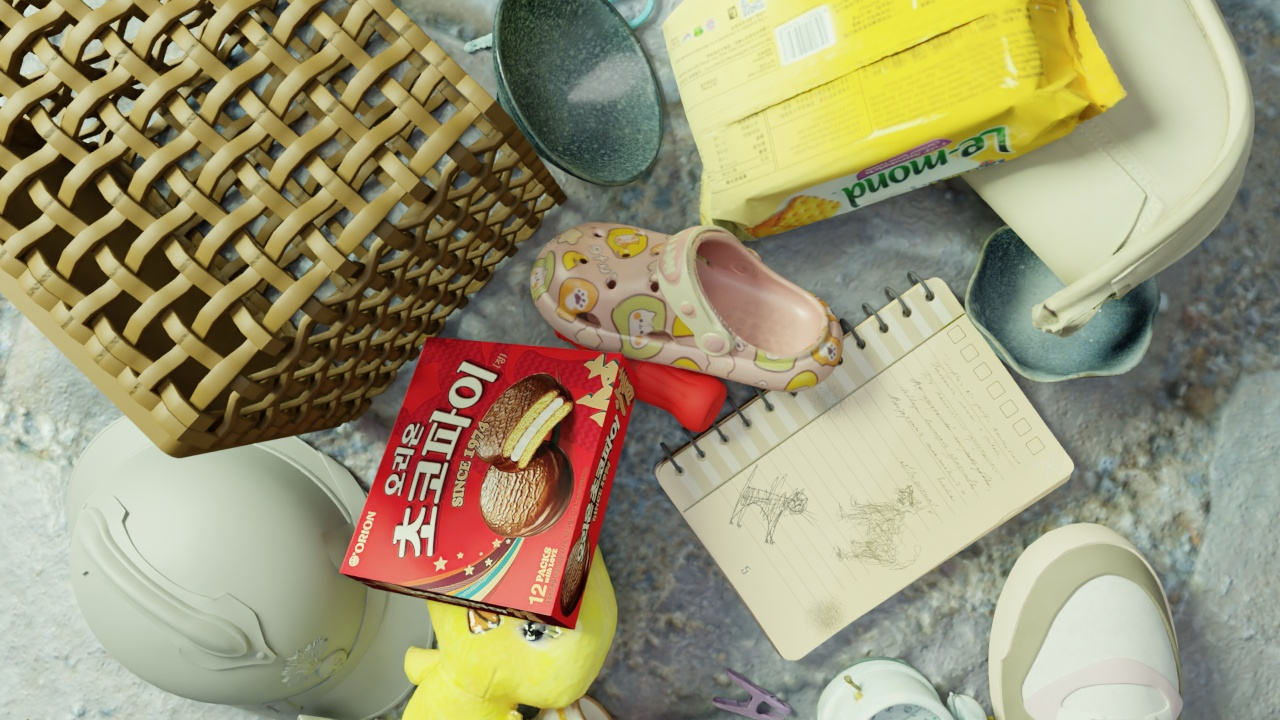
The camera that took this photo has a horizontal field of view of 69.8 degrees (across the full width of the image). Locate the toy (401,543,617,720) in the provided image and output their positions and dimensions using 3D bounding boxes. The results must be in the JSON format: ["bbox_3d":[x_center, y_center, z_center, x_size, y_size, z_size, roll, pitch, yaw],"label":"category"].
[{"bbox_3d":[-0.084,0.177,0.563,0.134,0.092,0.207,28,84,34],"label":"toy"}]

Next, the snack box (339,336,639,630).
[{"bbox_3d":[-0.085,0.066,0.537,0.133,0.036,0.151,5,65,21],"label":"snack box"}]

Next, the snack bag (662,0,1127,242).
[{"bbox_3d":[0.122,-0.172,0.520,0.248,0.068,0.159,-15,84,35],"label":"snack bag"}]

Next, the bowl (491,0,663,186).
[{"bbox_3d":[-0.052,-0.165,0.574,0.057,0.136,0.137,-17,89,42],"label":"bowl"}]

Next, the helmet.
[{"bbox_3d":[-0.263,0.140,0.566,0.271,0.117,0.183,36,92,0],"label":"helmet"}]

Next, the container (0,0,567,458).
[{"bbox_3d":[-0.216,-0.116,0.511,0.251,0.219,0.214,44,92,2],"label":"container"}]

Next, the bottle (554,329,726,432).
[{"bbox_3d":[-0.003,0.003,0.586,0.119,0.036,0.036,29,92,19],"label":"bottle"}]

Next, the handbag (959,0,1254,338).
[{"bbox_3d":[0.254,-0.148,0.546,0.184,0.131,0.229,-40,63,19],"label":"handbag"}]

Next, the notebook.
[{"bbox_3d":[0.140,0.068,0.593,0.225,0.024,0.167,-35,90,3],"label":"notebook"}]

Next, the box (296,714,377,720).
[{"bbox_3d":[-0.222,0.319,0.452,0.165,0.330,0.167,28,93,17],"label":"box"}]

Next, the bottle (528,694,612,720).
[{"bbox_3d":[-0.065,0.265,0.586,0.109,0.063,0.063,-45,88,5],"label":"bottle"}]

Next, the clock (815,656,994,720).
[{"bbox_3d":[0.169,0.239,0.577,0.117,0.057,0.083,21,91,-5],"label":"clock"}]

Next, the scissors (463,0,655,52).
[{"bbox_3d":[-0.049,-0.237,0.608,0.129,0.015,0.135,14,97,4],"label":"scissors"}]

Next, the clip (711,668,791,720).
[{"bbox_3d":[0.074,0.225,0.603,0.051,0.013,0.032,28,93,0],"label":"clip"}]

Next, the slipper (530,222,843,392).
[{"bbox_3d":[0.032,-0.047,0.554,0.197,0.082,0.093,17,52,4],"label":"slipper"}]

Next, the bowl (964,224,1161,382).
[{"bbox_3d":[0.252,-0.031,0.564,0.110,0.055,0.110,-2,70,6],"label":"bowl"}]

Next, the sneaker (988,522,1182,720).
[{"bbox_3d":[0.280,0.249,0.540,0.112,0.116,0.294,-2,90,3],"label":"sneaker"}]
